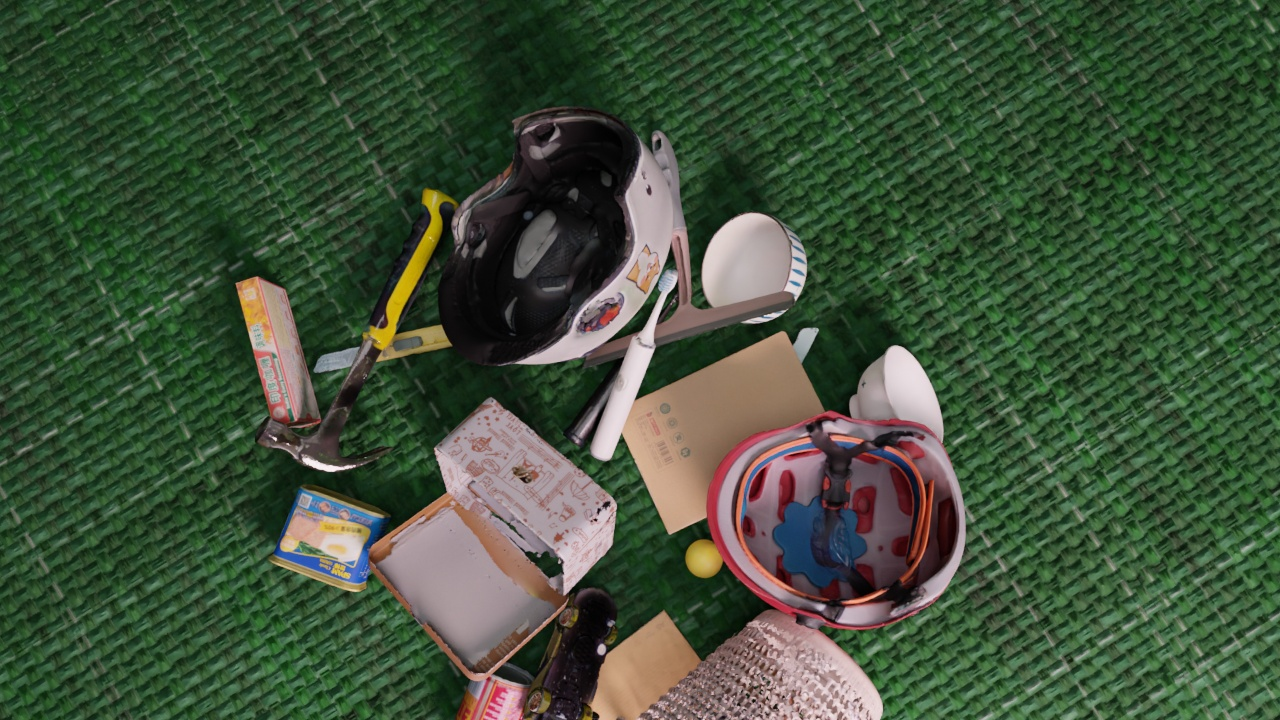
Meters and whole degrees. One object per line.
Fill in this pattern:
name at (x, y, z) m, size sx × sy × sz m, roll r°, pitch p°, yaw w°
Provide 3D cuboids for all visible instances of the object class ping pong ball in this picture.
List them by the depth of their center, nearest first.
ping pong ball at (0.068, 0.211, 0.976) m, size 0.040 × 0.040 × 0.040 m, roll 0°, pitch 85°, yaw -1°

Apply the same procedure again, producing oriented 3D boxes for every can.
can at (-0.154, 0.366, 0.950) m, size 0.066 × 0.066 × 0.093 m, roll 21°, pitch 85°, yaw 1°
can at (-0.325, 0.186, 0.969) m, size 0.102 × 0.057 × 0.083 m, roll 20°, pitch 83°, yaw 1°

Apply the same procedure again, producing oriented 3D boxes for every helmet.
helmet at (0.185, 0.167, 0.902) m, size 0.240 × 0.144 × 0.206 m, roll 2°, pitch 62°, yaw 5°
helmet at (-0.069, -0.110, 0.936) m, size 0.230 × 0.156 × 0.274 m, roll 34°, pitch 99°, yaw 38°

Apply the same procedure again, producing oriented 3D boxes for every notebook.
notebook at (0.028, 0.396, 0.977) m, size 0.149 × 0.012 × 0.211 m, roll -36°, pitch 87°, yaw -4°
notebook at (0.093, 0.077, 0.987) m, size 0.208 × 0.008 × 0.147 m, roll -26°, pitch 81°, yaw 2°

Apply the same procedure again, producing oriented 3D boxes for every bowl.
bowl at (0.262, 0.050, 0.971) m, size 0.065 × 0.118 × 0.118 m, roll -26°, pitch 85°, yaw 36°
bowl at (0.129, -0.094, 0.977) m, size 0.117 × 0.066 × 0.116 m, roll -9°, pitch 77°, yaw 42°

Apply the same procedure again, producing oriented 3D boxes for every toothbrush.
toothbrush at (-0.006, 0.006, 0.954) m, size 0.027 × 0.026 × 0.221 m, roll 34°, pitch 114°, yaw 30°
toothbrush at (-0.011, 0.003, 0.999) m, size 0.027 × 0.026 × 0.212 m, roll 36°, pitch 86°, yaw 13°

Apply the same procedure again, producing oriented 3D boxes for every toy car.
toy car at (-0.070, 0.312, 0.950) m, size 0.070 × 0.042 × 0.157 m, roll 36°, pitch 65°, yaw -32°

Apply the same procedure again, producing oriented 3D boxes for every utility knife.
utility knife at (0.143, 0.053, 0.999) m, size 0.034 × 0.018 × 0.204 m, roll 27°, pitch 87°, yaw 9°
utility knife at (-0.257, -0.016, 1.008) m, size 0.206 × 0.021 × 0.031 m, roll -13°, pitch 80°, yaw 3°

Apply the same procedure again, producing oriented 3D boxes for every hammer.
hammer at (-0.271, -0.034, 0.966) m, size 0.126 × 0.032 × 0.322 m, roll 32°, pitch 71°, yaw -30°

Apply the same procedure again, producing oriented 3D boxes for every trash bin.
trash bin at (0.119, 0.360, 0.886) m, size 0.227 × 0.228 × 0.191 m, roll 45°, pitch 68°, yaw 3°

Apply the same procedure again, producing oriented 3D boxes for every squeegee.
squeegee at (0.038, -0.135, 0.994) m, size 0.248 × 0.040 × 0.249 m, roll -16°, pitch 71°, yaw 27°

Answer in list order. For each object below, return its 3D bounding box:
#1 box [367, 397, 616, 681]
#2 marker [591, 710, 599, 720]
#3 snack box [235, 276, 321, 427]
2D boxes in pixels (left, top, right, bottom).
box at (-0.155, 0.177, 0.899) m, size 0.183 × 0.157 × 0.193 m, roll 38°, pitch 62°, yaw 18°
marker at (-0.066, 0.432, 0.959) m, size 0.020 × 0.022 × 0.132 m, roll 13°, pitch 95°, yaw -31°
snack box at (-0.382, -0.006, 0.972) m, size 0.027 × 0.077 × 0.155 m, roll -17°, pitch 86°, yaw -2°
